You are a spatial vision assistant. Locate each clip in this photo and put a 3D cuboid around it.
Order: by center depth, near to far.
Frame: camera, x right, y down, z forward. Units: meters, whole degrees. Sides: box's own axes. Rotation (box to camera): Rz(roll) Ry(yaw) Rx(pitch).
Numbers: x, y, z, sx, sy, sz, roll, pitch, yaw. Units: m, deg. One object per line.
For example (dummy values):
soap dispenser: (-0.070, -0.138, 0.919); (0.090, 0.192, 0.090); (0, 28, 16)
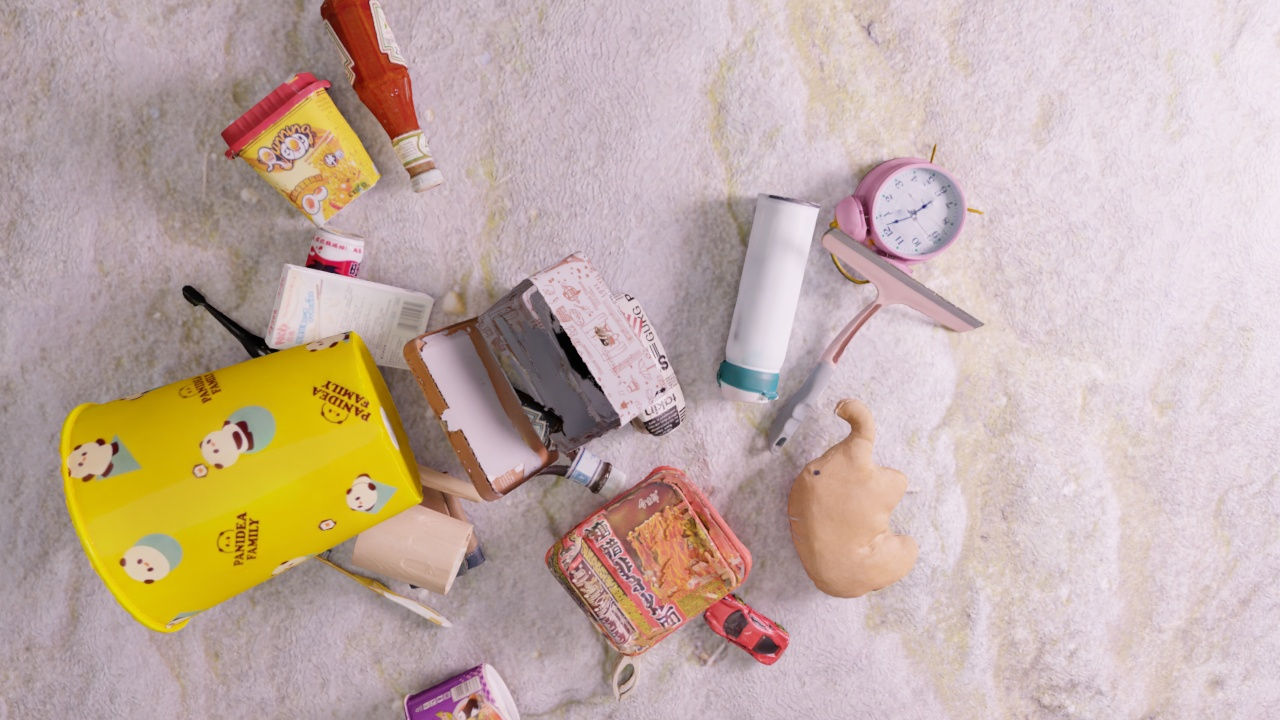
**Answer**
clip: (-0.009, 0.348, 1.072); (0.061, 0.034, 0.097); (20, 90, -5)

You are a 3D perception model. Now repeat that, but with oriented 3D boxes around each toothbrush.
toothbrush: (-0.411, -0.009, 0.999); (0.212, 0.027, 0.026); (40, 52, -7)
toothbrush: (-0.299, 0.258, 1.053); (0.191, 0.016, 0.018); (30, 89, -6)

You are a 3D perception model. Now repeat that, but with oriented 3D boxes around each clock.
clock: (0.274, -0.147, 0.981); (0.158, 0.059, 0.117); (-38, 99, 7)

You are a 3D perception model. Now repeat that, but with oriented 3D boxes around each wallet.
wallet: (-0.237, 0.192, 1.037); (0.090, 0.033, 0.115); (-19, 96, 2)

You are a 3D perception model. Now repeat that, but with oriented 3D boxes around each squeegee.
squeegee: (0.213, 0.001, 1.010); (0.247, 0.040, 0.250); (26, 109, -31)

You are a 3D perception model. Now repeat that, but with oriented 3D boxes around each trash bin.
trash bin: (-0.363, 0.101, 0.881); (0.255, 0.230, 0.229); (-22, 100, -9)

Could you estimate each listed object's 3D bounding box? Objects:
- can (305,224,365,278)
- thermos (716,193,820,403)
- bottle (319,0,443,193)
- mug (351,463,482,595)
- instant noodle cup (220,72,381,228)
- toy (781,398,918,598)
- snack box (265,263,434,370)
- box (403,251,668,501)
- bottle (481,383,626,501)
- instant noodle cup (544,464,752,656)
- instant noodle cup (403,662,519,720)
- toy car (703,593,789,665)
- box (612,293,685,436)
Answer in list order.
can: (-0.334, -0.074, 0.975); (0.053, 0.053, 0.133); (17, 99, -5)
thermos: (0.134, -0.063, 0.988); (0.073, 0.073, 0.224); (11, 99, -4)
bottle: (-0.259, -0.273, 0.941); (0.060, 0.059, 0.206); (-23, 100, 2)
mug: (-0.236, 0.178, 0.987); (0.103, 0.084, 0.124); (20, 71, -1)
instant noodle cup: (-0.335, -0.210, 0.929); (0.116, 0.116, 0.123); (-36, 111, 3)
toy: (0.228, 0.159, 1.017); (0.143, 0.082, 0.226); (-17, 105, -12)
snack box: (-0.300, -0.043, 0.956); (0.156, 0.027, 0.085); (11, 101, -36)
box: (-0.117, 0.019, 0.914); (0.157, 0.191, 0.183); (-31, 92, 48)
bottle: (-0.107, 0.094, 1.017); (0.195, 0.044, 0.080); (31, 88, -8)
instant noodle cup: (0.010, 0.216, 1.024); (0.189, 0.079, 0.164); (-35, 99, 5)
instant noodle cup: (-0.198, 0.405, 1.041); (0.099, 0.111, 0.111); (-29, 100, -7)
toy car: (0.123, 0.313, 1.070); (0.106, 0.031, 0.049); (36, 96, -5)
box: (-0.007, 0.005, 1.010); (0.074, 0.081, 0.163); (-32, 100, -28)
